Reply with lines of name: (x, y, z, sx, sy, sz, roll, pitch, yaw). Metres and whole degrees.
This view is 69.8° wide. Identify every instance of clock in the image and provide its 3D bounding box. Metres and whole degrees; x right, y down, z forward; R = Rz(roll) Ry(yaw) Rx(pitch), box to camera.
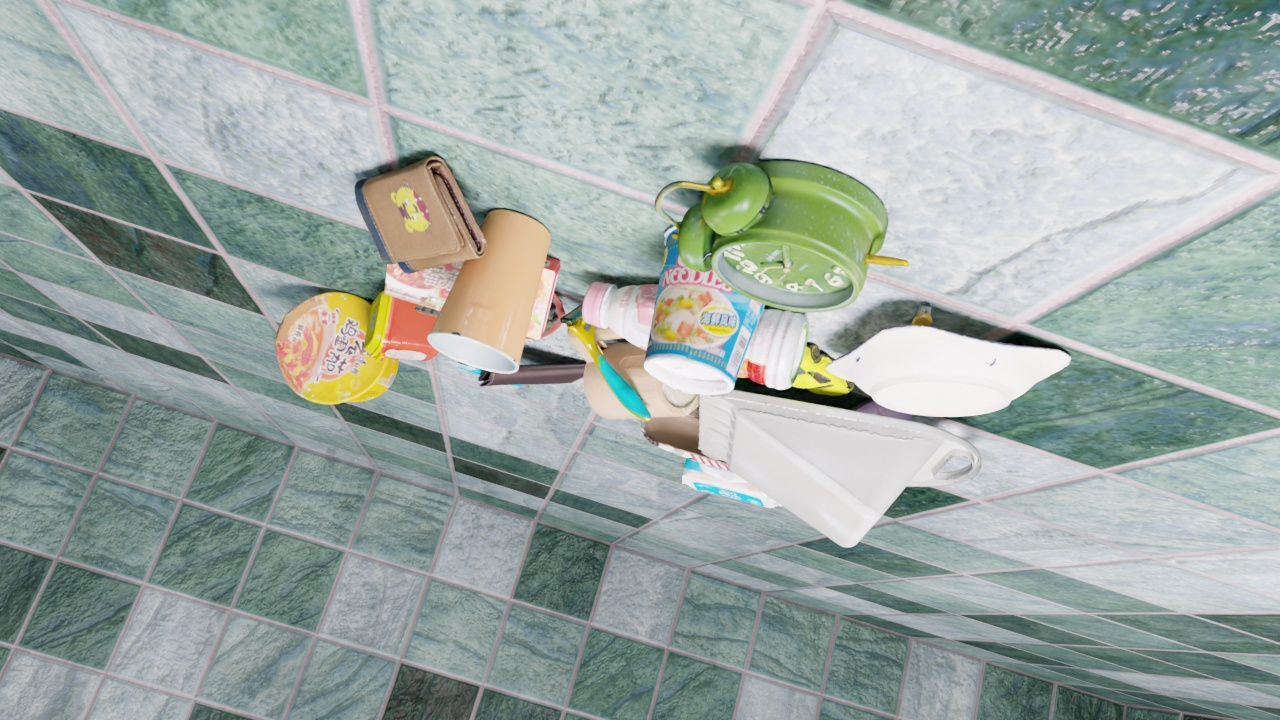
clock: (0.087, -0.084, 0.614, 0.161, 0.056, 0.116, 20, 161, -8)

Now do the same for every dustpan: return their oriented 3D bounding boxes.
dustpan: (0.205, 0.088, 0.959, 0.258, 0.142, 0.223, 37, 165, 16)

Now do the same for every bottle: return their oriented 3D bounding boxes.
bottle: (0.045, -0.030, 0.809, 0.197, 0.068, 0.068, 15, 163, 18)

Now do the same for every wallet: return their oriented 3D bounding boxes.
wallet: (-0.182, -0.116, 0.754, 0.115, 0.033, 0.090, -3, 119, 45)
wallet: (-0.131, 0.019, 1.123, 0.122, 0.020, 0.096, -1, 172, -18)

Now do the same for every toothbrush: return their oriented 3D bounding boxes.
toothbrush: (0.225, -0.009, 0.787, 0.016, 0.018, 0.191, 16, 165, 10)

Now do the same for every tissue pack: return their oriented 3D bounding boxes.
tissue pack: (0.124, 0.128, 1.166, 0.140, 0.089, 0.063, 12, 162, 18)

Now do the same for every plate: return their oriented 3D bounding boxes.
plate: (0.251, 0.017, 0.769, 0.164, 0.034, 0.164, 9, 163, -10)

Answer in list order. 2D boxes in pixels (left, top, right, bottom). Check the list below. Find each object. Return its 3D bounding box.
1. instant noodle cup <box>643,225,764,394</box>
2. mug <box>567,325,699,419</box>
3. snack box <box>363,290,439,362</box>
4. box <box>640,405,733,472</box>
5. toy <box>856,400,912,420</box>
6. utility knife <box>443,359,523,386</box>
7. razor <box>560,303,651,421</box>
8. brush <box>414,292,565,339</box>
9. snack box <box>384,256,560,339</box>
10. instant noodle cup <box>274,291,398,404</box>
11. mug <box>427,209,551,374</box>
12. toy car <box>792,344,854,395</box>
instant noodle cup: (0.051, -0.035, 0.707, 0.099, 0.109, 0.099, 15, 162, 5)
mug: (-0.006, 0.006, 0.952, 0.104, 0.084, 0.124, -4, 132, 45)
snack box: (-0.269, -0.036, 1.055, 0.080, 0.082, 0.091, 13, 166, -23)
box: (0.087, 0.072, 1.090, 0.163, 0.076, 0.088, 19, 136, -7)
toy: (0.251, 0.069, 0.959, 0.084, 0.038, 0.108, -5, 156, 8)
utility knife: (-0.198, 0.013, 1.165, 0.034, 0.018, 0.191, 12, 175, 20)
razor: (-0.030, 0.005, 0.902, 0.028, 0.043, 0.132, -25, 101, 49)
brush: (-0.144, -0.061, 0.904, 0.146, 0.063, 0.069, 15, -167, 1)
snack box: (-0.155, -0.076, 0.840, 0.153, 0.025, 0.075, 17, 121, -1)
instant noodle cup: (-0.372, -0.008, 1.158, 0.138, 0.138, 0.110, 16, 171, 2)
mug: (-0.120, -0.059, 0.769, 0.078, 0.122, 0.078, 16, 162, 5)
toy car: (0.164, 0.013, 0.878, 0.105, 0.032, 0.048, 29, 158, -38)
